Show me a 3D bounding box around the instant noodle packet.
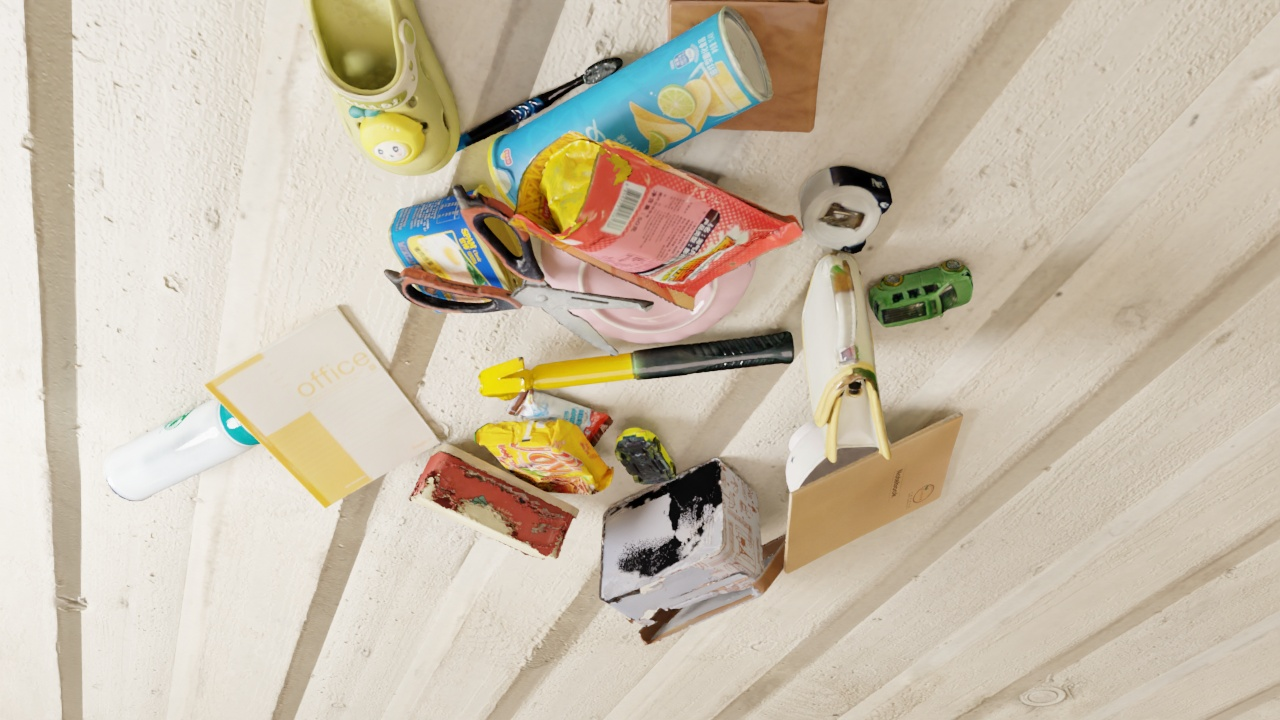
[{"bbox_3d":[-0.099,0.102,0.969,0.111,0.044,0.128,-6,146,23],"label":"instant noodle packet"}]

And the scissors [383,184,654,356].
[{"bbox_3d":[-0.102,-0.060,0.761,0.189,0.015,0.225,-16,136,27],"label":"scissors"}]

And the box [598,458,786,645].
[{"bbox_3d":[0.074,0.235,1.042,0.182,0.150,0.166,-29,129,28],"label":"box"}]

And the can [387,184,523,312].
[{"bbox_3d":[-0.156,-0.093,0.790,0.083,0.057,0.102,-10,134,15],"label":"can"}]

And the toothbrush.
[{"bbox_3d":[-0.097,-0.192,0.717,0.190,0.016,0.014,-20,120,22],"label":"toothbrush"}]

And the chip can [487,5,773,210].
[{"bbox_3d":[-0.012,-0.177,0.676,0.211,0.071,0.071,-21,130,29],"label":"chip can"}]

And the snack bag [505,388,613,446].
[{"bbox_3d":[-0.084,0.056,0.956,0.104,0.026,0.048,22,123,-18],"label":"snack bag"}]

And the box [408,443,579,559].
[{"bbox_3d":[-0.162,0.164,0.997,0.168,0.078,0.091,28,160,-15],"label":"box"}]

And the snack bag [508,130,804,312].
[{"bbox_3d":[0.014,-0.099,0.690,0.207,0.073,0.129,16,141,-42],"label":"snack bag"}]

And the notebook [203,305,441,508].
[{"bbox_3d":[-0.315,0.054,0.934,0.146,0.010,0.206,-30,131,-5],"label":"notebook"}]

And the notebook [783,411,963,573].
[{"bbox_3d":[0.243,0.142,0.967,0.207,0.008,0.148,-22,138,-15],"label":"notebook"}]

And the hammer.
[{"bbox_3d":[-0.005,0.005,0.870,0.301,0.033,0.129,-7,176,-1],"label":"hammer"}]

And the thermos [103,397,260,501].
[{"bbox_3d":[-0.471,0.083,0.975,0.225,0.073,0.073,-23,130,23],"label":"thermos"}]

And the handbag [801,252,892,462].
[{"bbox_3d":[0.166,-0.021,0.772,0.063,0.163,0.179,-9,132,12],"label":"handbag"}]

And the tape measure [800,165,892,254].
[{"bbox_3d":[0.165,-0.125,0.758,0.066,0.033,0.066,13,132,-10],"label":"tape measure"}]

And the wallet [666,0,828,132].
[{"bbox_3d":[0.076,-0.218,0.681,0.115,0.020,0.101,2,133,5],"label":"wallet"}]

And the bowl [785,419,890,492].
[{"bbox_3d":[0.192,0.099,0.947,0.118,0.064,0.118,-19,137,-19],"label":"bowl"}]

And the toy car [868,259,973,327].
[{"bbox_3d":[0.252,-0.057,0.821,0.091,0.036,0.043,-17,130,13],"label":"toy car"}]

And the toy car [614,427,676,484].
[{"bbox_3d":[0.006,0.104,0.995,0.048,0.032,0.105,-12,144,14],"label":"toy car"}]

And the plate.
[{"bbox_3d":[0.007,-0.080,0.807,0.192,0.039,0.193,1,135,1],"label":"plate"}]

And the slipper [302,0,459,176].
[{"bbox_3d":[-0.196,-0.208,0.662,0.092,0.081,0.191,-3,132,9],"label":"slipper"}]
